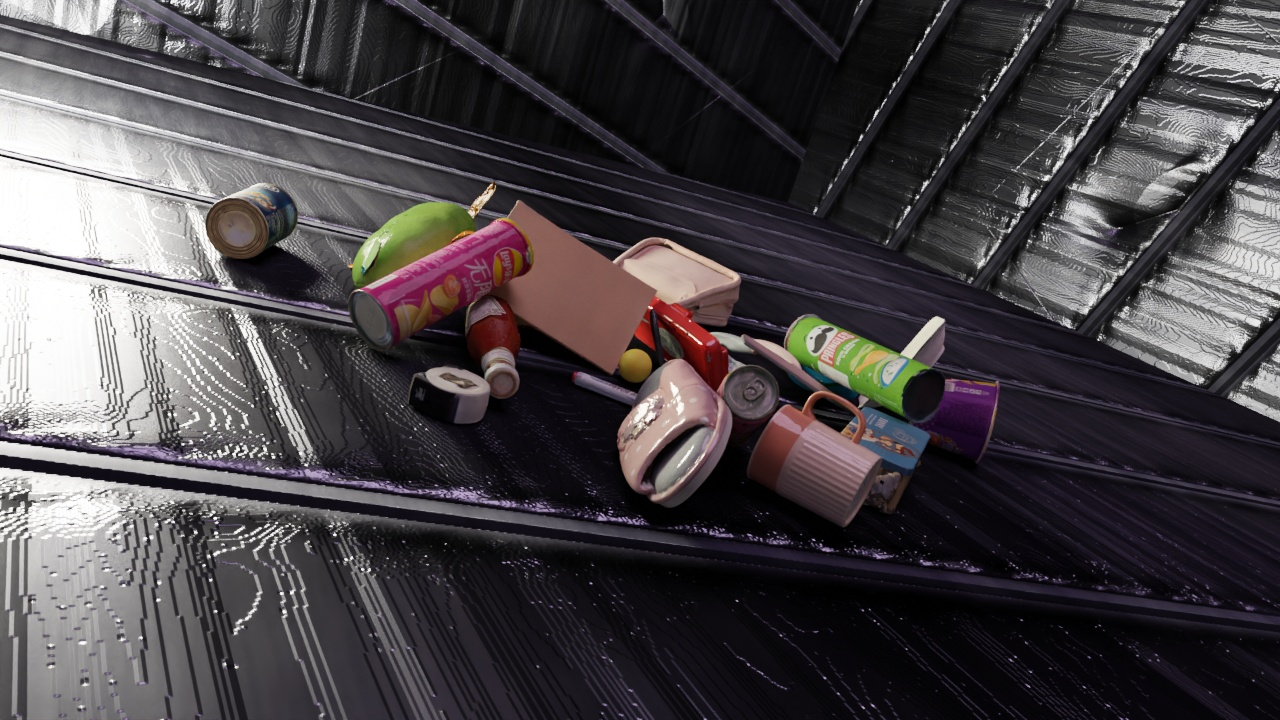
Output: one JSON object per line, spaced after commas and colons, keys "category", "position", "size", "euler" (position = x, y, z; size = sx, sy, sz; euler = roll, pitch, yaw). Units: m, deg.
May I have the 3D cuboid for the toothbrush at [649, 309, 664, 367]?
{"category": "toothbrush", "position": [0.021, -0.003, 1.096], "size": [0.018, 0.016, 0.180], "euler": [5, 41, -11]}

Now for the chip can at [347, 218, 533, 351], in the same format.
{"category": "chip can", "position": [-0.213, -0.086, 1.003], "size": [0.071, 0.072, 0.209], "euler": [27, 43, 27]}

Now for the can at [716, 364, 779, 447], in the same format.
{"category": "can", "position": [0.101, 0.049, 0.935], "size": [0.058, 0.057, 0.147], "euler": [18, -15, 2]}

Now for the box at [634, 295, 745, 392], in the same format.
{"category": "box", "position": [0.076, -0.024, 1.193], "size": [0.098, 0.119, 0.201], "euler": [-23, 34, -22]}

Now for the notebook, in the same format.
{"category": "notebook", "position": [-0.095, -0.091, 1.127], "size": [0.211, 0.012, 0.149], "euler": [32, 54, -7]}

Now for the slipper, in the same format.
{"category": "slipper", "position": [0.023, 0.054, 0.877], "size": [0.054, 0.114, 0.274], "euler": [39, 11, -15]}

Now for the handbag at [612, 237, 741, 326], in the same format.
{"category": "handbag", "position": [0.028, -0.111, 1.451], "size": [0.193, 0.093, 0.233], "euler": [27, 28, 27]}

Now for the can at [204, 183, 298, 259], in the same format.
{"category": "can", "position": [-0.474, -0.171, 1.123], "size": [0.075, 0.075, 0.111], "euler": [16, 18, -7]}

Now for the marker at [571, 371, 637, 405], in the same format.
{"category": "marker", "position": [-0.009, 0.043, 1.023], "size": [0.145, 0.017, 0.017], "euler": [21, 18, 9]}

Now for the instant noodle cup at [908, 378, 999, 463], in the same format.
{"category": "instant noodle cup", "position": [0.411, 0.072, 1.215], "size": [0.099, 0.112, 0.111], "euler": [12, 16, 15]}

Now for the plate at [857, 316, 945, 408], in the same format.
{"category": "plate", "position": [0.363, 0.011, 1.252], "size": [0.034, 0.164, 0.164], "euler": [43, 14, 7]}

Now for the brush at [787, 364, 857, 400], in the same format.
{"category": "brush", "position": [0.254, 0.016, 1.306], "size": [0.073, 0.055, 0.144], "euler": [-22, 33, -25]}

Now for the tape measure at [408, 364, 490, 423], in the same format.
{"category": "tape measure", "position": [-0.176, 0.032, 0.866], "size": [0.066, 0.034, 0.065], "euler": [23, 20, 16]}

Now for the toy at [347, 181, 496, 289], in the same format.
{"category": "toy", "position": [-0.276, -0.143, 1.147], "size": [0.227, 0.090, 0.246], "euler": [-13, 25, 29]}

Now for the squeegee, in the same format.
{"category": "squeegee", "position": [0.159, -0.011, 1.255], "size": [0.247, 0.040, 0.250], "euler": [30, -3, -34]}

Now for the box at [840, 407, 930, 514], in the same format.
{"category": "box", "position": [0.267, 0.107, 1.029], "size": [0.090, 0.061, 0.183], "euler": [24, 20, 17]}

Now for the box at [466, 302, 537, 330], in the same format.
{"category": "box", "position": [-0.133, -0.087, 1.172], "size": [0.168, 0.091, 0.076], "euler": [9, 16, -25]}

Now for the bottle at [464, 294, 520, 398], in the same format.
{"category": "bottle", "position": [-0.156, -0.014, 0.984], "size": [0.059, 0.060, 0.206], "euler": [12, 18, -18]}

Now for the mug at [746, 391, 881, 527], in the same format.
{"category": "mug", "position": [0.178, 0.091, 0.900], "size": [0.106, 0.114, 0.081], "euler": [29, 5, 23]}

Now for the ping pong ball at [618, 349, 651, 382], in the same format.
{"category": "ping pong ball", "position": [-0.006, 0.006, 1.096], "size": [0.040, 0.040, 0.040], "euler": [16, 18, -5]}

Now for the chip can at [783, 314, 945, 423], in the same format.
{"category": "chip can", "position": [0.282, 0.007, 1.177], "size": [0.072, 0.072, 0.236], "euler": [7, 15, -31]}
